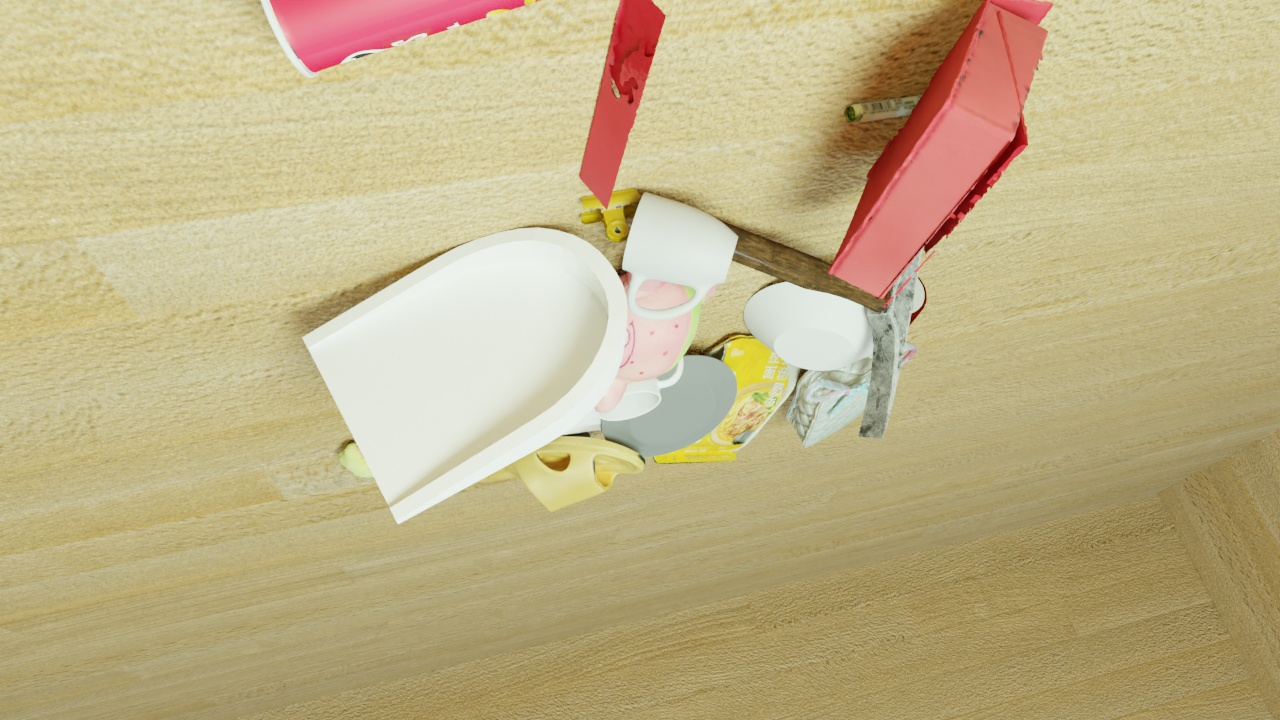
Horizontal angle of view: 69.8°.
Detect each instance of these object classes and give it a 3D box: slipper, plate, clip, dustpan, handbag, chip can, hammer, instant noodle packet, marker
[{"bbox_3d":[-0.127,0.144,1.149,0.263,0.078,0.099,-2,152,11],"label":"slipper"},{"bbox_3d":[0.203,-0.027,1.063,0.174,0.036,0.174,10,152,6],"label":"plate"},{"bbox_3d":[-0.024,-0.127,0.806,0.054,0.048,0.046,-10,-160,-10],"label":"clip"},{"bbox_3d":[-0.135,-0.011,0.786,0.257,0.191,0.053,-28,159,-15],"label":"dustpan"},{"bbox_3d":[0.275,0.038,1.285,0.138,0.072,0.195,-29,158,-13],"label":"handbag"},{"bbox_3d":[0.039,0.063,1.132,0.178,0.012,0.179,-14,138,-13],"label":"plate"},{"bbox_3d":[-0.096,-0.226,0.515,0.220,0.069,0.069,-17,156,2],"label":"chip can"},{"bbox_3d":[0.154,-0.055,0.920,0.300,0.217,0.037,16,172,-29],"label":"hammer"},{"bbox_3d":[0.117,0.044,1.223,0.162,0.084,0.222,4,138,-39],"label":"instant noodle packet"},{"bbox_3d":[0.246,-0.222,0.791,0.146,0.017,0.017,-10,155,-11],"label":"marker"}]

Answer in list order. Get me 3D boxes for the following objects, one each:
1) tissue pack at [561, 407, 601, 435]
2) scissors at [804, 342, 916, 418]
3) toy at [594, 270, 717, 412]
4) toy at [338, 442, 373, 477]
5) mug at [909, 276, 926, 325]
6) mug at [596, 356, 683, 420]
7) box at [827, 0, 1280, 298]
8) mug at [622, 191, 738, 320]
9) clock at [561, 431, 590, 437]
[{"bbox_3d":[-0.115,0.044,1.097,0.181,0.071,0.104,-8,139,-22],"label":"tissue pack"},{"bbox_3d":[0.267,0.031,1.150,0.175,0.013,0.171,-8,152,-31],"label":"scissors"},{"bbox_3d":[-0.022,-0.035,0.917,0.236,0.097,0.192,-5,128,-36],"label":"toy"},{"bbox_3d":[-0.307,0.114,1.137,0.135,0.045,0.092,-15,153,10],"label":"toy"},{"bbox_3d":[0.271,-0.061,1.081,0.105,0.073,0.083,-2,153,-9],"label":"mug"},{"bbox_3d":[-0.006,0.006,1.033,0.110,0.090,0.074,-18,156,5],"label":"mug"},{"bbox_3d":[0.341,-0.165,0.754,0.374,0.148,0.213,-3,152,-17],"label":"box"},{"bbox_3d":[0.032,-0.084,0.811,0.089,0.107,0.071,17,-178,3],"label":"mug"},{"bbox_3d":[-0.113,0.104,1.220,0.104,0.056,0.148,-7,156,-13],"label":"clock"}]
